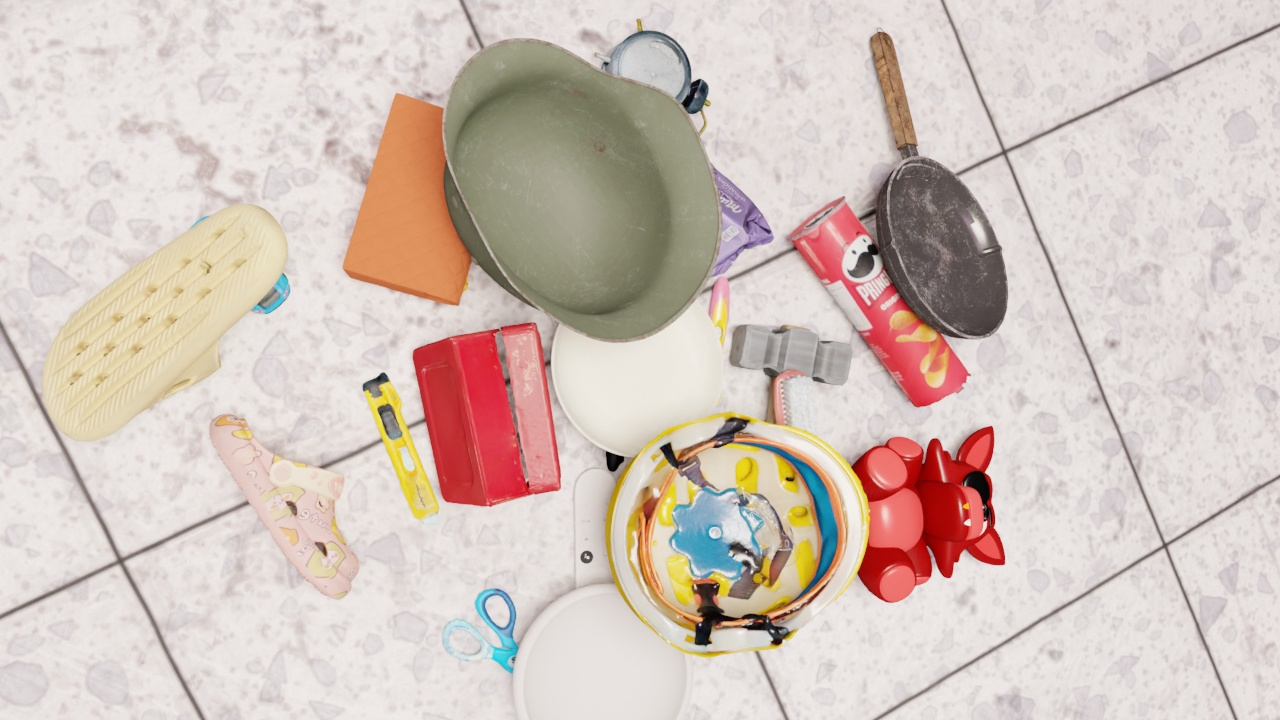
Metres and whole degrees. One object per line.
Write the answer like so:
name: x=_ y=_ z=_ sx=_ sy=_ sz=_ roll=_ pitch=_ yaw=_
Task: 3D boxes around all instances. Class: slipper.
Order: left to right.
slipper: x=-0.406 y=-0.035 z=0.806 sx=0.261 sy=0.079 sz=0.111 roll=-39 pitch=78 yaw=5
slipper: x=-0.306 y=0.121 z=0.826 sx=0.081 sy=0.093 sz=0.197 roll=-36 pitch=96 yaw=-22

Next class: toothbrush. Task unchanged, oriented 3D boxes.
toothbrush: x=0.080 y=-0.020 z=0.953 sx=0.021 sy=0.016 sz=0.135 roll=5 pitch=86 yaw=-11

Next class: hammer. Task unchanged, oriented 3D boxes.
hammer: x=0.132 y=0.124 z=0.948 sx=0.117 sy=0.051 sz=0.323 roll=10 pitch=89 yaw=-13

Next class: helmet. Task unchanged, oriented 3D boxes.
helmet: x=-0.076 y=-0.144 z=0.809 sx=0.226 sy=0.154 sz=0.268 roll=-47 pitch=113 yaw=-23
helmet: x=0.076 y=0.160 z=0.859 sx=0.239 sy=0.140 sz=0.209 roll=-8 pitch=81 yaw=-18

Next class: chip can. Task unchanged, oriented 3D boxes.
chip can: x=0.251 y=-0.057 z=0.963 sx=0.073 sy=0.073 sz=0.233 roll=-40 pitch=98 yaw=-11

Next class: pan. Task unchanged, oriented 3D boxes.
pan: x=0.294 y=-0.187 z=0.973 sx=0.207 sy=0.040 sz=0.356 roll=-4 pitch=75 yaw=-40

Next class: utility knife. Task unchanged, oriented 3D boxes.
utility knife: x=-0.227 y=0.087 z=0.881 sx=0.030 sy=0.017 sz=0.155 roll=-21 pitch=97 yaw=-3

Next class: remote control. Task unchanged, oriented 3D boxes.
remote control: x=-0.045 y=0.176 z=0.921 sx=0.043 sy=0.013 sz=0.136 roll=-1 pitch=89 yaw=-13

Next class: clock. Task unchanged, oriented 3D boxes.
clock: x=0.015 y=-0.273 z=0.924 sx=0.090 sy=0.052 sz=0.129 roll=-43 pitch=103 yaw=-10

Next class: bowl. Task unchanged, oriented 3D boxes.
bowl: x=-0.041 y=0.303 z=0.888 sx=0.176 sy=0.066 sz=0.176 roll=2 pitch=83 yaw=-18

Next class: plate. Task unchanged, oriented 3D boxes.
plate: x=-0.005 y=0.005 z=0.908 sx=0.182 sy=0.034 sz=0.182 roll=2 pitch=84 yaw=-22

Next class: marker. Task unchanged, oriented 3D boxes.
marker: x=-0.024 y=0.043 z=0.928 sx=0.022 sy=0.016 sz=0.138 roll=5 pitch=86 yaw=-41

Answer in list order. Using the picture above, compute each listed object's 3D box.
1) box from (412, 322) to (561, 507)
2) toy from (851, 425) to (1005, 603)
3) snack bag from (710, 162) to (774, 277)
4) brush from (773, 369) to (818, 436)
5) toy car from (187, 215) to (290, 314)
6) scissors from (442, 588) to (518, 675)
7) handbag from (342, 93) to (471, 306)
box: x=-0.141 y=0.049 z=0.842 sx=0.122 sy=0.137 sz=0.157 roll=-9 pitch=90 yaw=-13
toy: x=0.301 y=0.155 z=0.954 sx=0.197 sy=0.121 sz=0.158 roll=-5 pitch=88 yaw=-21
snack bag: x=0.031 y=-0.169 z=0.902 sx=0.205 sy=0.097 sz=0.058 roll=40 pitch=52 yaw=-10
brush: x=0.162 y=0.095 z=0.915 sx=0.041 sy=0.030 sz=0.172 roll=-9 pitch=97 yaw=-14
toy car: x=-0.371 y=-0.088 z=0.841 sx=0.048 sy=0.032 sz=0.105 roll=-44 pitch=97 yaw=-10
scissors: x=-0.123 y=0.286 z=0.902 sx=0.140 sy=0.015 sz=0.083 roll=42 pitch=78 yaw=-6
handbag: x=-0.199 y=-0.147 z=0.865 sx=0.109 sy=0.060 sz=0.171 roll=15 pitch=83 yaw=-7
